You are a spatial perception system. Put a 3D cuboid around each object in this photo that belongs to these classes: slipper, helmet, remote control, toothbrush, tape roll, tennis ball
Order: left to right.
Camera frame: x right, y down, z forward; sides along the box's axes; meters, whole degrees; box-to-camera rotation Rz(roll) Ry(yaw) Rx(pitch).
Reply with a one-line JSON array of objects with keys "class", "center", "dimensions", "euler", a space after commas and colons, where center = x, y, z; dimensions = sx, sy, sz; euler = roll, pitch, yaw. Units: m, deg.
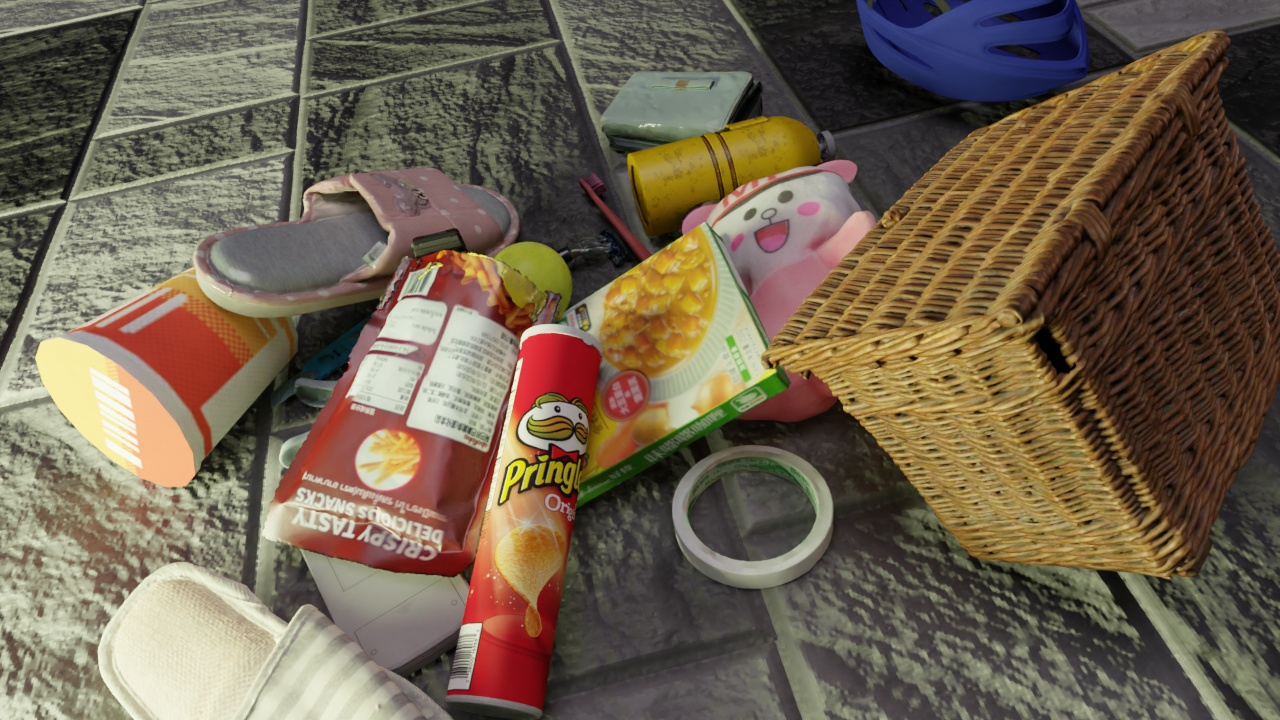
[{"class": "slipper", "center": [-0.193, 0.181, 0.471], "dimensions": [0.273, 0.054, 0.114], "euler": [18, 69, 30]}, {"class": "slipper", "center": [-0.197, -0.099, 0.691], "dimensions": [0.114, 0.055, 0.273], "euler": [39, 40, 21]}, {"class": "remote control", "center": [-0.157, 0.123, 0.554], "dimensions": [0.074, 0.019, 0.151], "euler": [-30, 48, -18]}, {"class": "tennis ball", "center": [-0.083, -0.055, 0.681], "dimensions": [0.065, 0.065, 0.065], "euler": [-5, 46, 5]}, {"class": "toothbrush", "center": [-0.008, -0.103, 0.741], "dimensions": [0.016, 0.016, 0.189], "euler": [-34, 47, -1]}, {"class": "tape roll", "center": [0.067, 0.091, 0.547], "dimensions": [0.094, 0.018, 0.093], "euler": [-5, 45, 5]}, {"class": "helmet", "center": [0.276, -0.337, 0.781], "dimensions": [0.147, 0.228, 0.241], "euler": [-39, 51, -14]}]

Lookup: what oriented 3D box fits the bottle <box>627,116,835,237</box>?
[{"class": "bottle", "center": [0.077, -0.156, 0.748], "dimensions": [0.163, 0.071, 0.071], "euler": [-16, 46, -6]}]

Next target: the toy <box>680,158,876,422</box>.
[{"class": "toy", "center": [0.101, -0.058, 0.634], "dimensions": [0.142, 0.084, 0.212], "euler": [-27, 44, 20]}]

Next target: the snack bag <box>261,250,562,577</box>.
[{"class": "snack bag", "center": [-0.139, 0.028, 0.577], "dimensions": [0.139, 0.067, 0.207], "euler": [12, 62, 13]}]

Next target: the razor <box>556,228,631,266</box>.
[{"class": "razor", "center": [-0.079, -0.070, 0.726], "dimensions": [0.144, 0.022, 0.043], "euler": [-25, 46, -14]}]

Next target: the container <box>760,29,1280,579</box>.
[{"class": "container", "center": [0.227, -0.017, 0.492], "dimensions": [0.249, 0.183, 0.163], "euler": [-43, 16, -28]}]

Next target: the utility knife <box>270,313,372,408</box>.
[{"class": "utility knife", "center": [-0.209, -0.022, 0.708], "dimensions": [0.031, 0.015, 0.185], "euler": [26, 57, 36]}]

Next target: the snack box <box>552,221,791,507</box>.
[{"class": "snack box", "center": [-0.003, 0.003, 0.582], "dimensions": [0.168, 0.027, 0.131], "euler": [-32, 51, 15]}]

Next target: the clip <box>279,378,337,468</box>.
[{"class": "clip", "center": [-0.165, 0.044, 0.626], "dimensions": [0.163, 0.028, 0.114], "euler": [-9, 44, 2]}]

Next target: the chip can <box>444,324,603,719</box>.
[{"class": "chip can", "center": [-0.061, 0.085, 0.516], "dimensions": [0.052, 0.052, 0.214], "euler": [2, 62, 11]}]

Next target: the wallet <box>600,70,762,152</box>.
[{"class": "wallet", "center": [0.038, -0.228, 0.843], "dimensions": [0.132, 0.054, 0.100], "euler": [10, 48, 25]}]

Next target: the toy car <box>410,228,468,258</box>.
[{"class": "toy car", "center": [-0.138, -0.053, 0.672], "dimensions": [0.040, 0.092, 0.037], "euler": [-14, 35, -5]}]

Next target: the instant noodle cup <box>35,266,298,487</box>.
[{"class": "instant noodle cup", "center": [-0.317, 0.001, 0.638], "dimensions": [0.123, 0.124, 0.120], "euler": [13, 42, 21]}]
